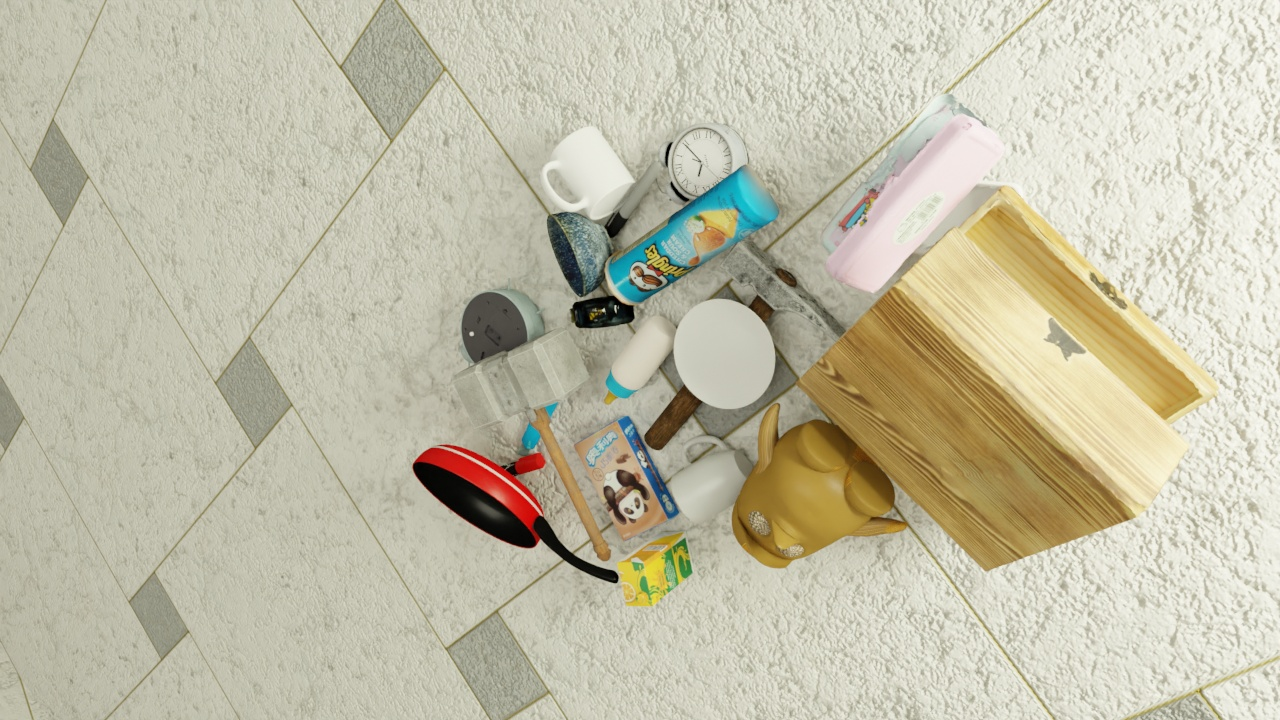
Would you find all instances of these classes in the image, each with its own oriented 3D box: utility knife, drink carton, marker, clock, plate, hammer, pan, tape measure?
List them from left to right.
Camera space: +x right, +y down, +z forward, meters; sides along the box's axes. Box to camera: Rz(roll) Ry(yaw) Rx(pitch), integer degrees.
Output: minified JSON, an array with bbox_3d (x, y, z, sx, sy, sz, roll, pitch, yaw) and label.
[{"bbox_3d":[-0.201,-0.031,1.308,0.122,0.045,0.160,40,119,18],"label":"clock"},{"bbox_3d":[-0.202,0.165,1.366,0.145,0.021,0.023,-19,83,33],"label":"marker"},{"bbox_3d":[-0.167,0.215,1.269,0.357,0.067,0.209,17,149,28],"label":"pan"},{"bbox_3d":[-0.141,0.076,1.313,0.031,0.015,0.174,41,120,20],"label":"utility knife"},{"bbox_3d":[-0.112,0.131,1.237,0.163,0.082,0.317,-20,98,32],"label":"hammer"},{"bbox_3d":[-0.045,-0.064,1.191,0.072,0.072,0.042,-4,94,60],"label":"tape measure"},{"bbox_3d":[-0.011,-0.202,1.154,0.022,0.016,0.139,29,136,-9],"label":"marker"},{"bbox_3d":[0.020,0.271,1.195,0.041,0.122,0.058,-9,96,32],"label":"drink carton"},{"bbox_3d":[0.069,-0.235,1.104,0.123,0.035,0.094,-12,94,32],"label":"clock"},{"bbox_3d":[0.102,-0.008,1.106,0.135,0.011,0.135,8,106,30],"label":"plate"},{"bbox_3d":[0.121,0.032,1.133,0.217,0.037,0.301,45,120,15],"label":"hammer"}]

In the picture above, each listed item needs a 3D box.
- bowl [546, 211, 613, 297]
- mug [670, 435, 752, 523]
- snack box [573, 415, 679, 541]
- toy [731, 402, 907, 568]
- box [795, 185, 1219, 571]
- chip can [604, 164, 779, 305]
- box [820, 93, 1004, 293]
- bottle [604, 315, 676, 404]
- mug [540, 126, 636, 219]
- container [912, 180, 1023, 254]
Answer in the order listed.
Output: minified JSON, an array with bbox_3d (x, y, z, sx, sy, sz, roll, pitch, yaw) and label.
[{"bbox_3d":[-0.072,-0.144,1.187,0.114,0.060,0.114,58,163,29],"label":"bowl"},{"bbox_3d":[0.090,0.139,1.165,0.090,0.071,0.107,-35,54,24],"label":"mug"},{"bbox_3d":[-0.020,0.161,1.247,0.087,0.034,0.151,-32,83,33],"label":"snack box"},{"bbox_3d":[0.181,0.165,1.063,0.198,0.162,0.204,43,130,4],"label":"toy"},{"bbox_3d":[0.347,0.024,0.907,0.279,0.214,0.258,44,151,7],"label":"box"},{"bbox_3d":[0.058,-0.145,1.091,0.230,0.079,0.080,-29,85,40],"label":"chip can"},{"bbox_3d":[0.263,-0.172,0.932,0.202,0.088,0.095,-52,40,29],"label":"box"},{"bbox_3d":[-0.007,0.007,1.195,0.051,0.051,0.146,46,120,15],"label":"bottle"},{"bbox_3d":[-0.073,-0.228,1.149,0.090,0.110,0.074,55,149,10],"label":"mug"},{"bbox_3d":[0.329,-0.149,0.958,0.129,0.049,0.081,11,106,29],"label":"container"}]
